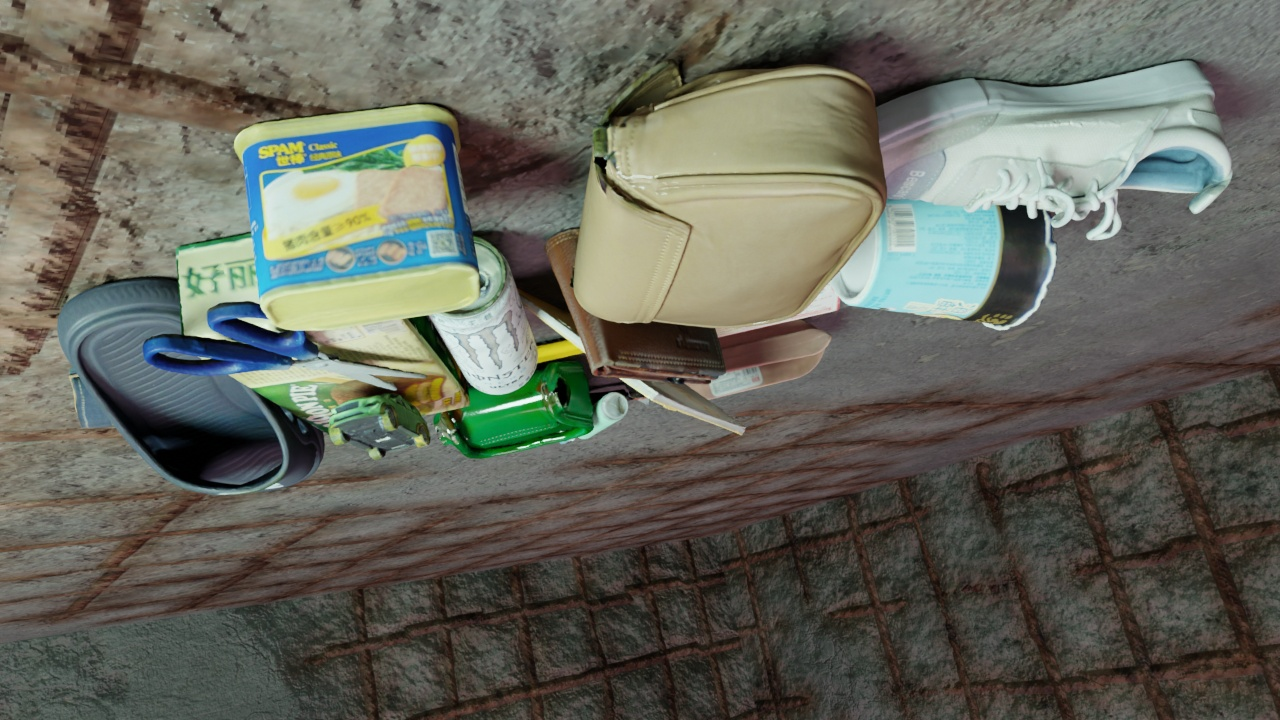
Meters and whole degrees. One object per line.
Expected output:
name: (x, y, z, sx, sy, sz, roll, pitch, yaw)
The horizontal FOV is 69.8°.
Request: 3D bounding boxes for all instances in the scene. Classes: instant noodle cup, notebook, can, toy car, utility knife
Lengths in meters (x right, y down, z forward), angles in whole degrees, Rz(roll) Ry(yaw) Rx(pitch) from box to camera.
instant noodle cup: (0.196, -0.076, 0.624, 0.120, 0.111, 0.111, -1, 162, -12)
notebook: (-0.004, 0.004, 0.708, 0.010, 0.146, 0.206, -56, 155, 5)
can: (-0.129, -0.065, 0.428, 0.102, 0.083, 0.057, -10, 164, -10)
can: (-0.105, -0.026, 0.612, 0.058, 0.058, 0.147, -12, 160, -3)
toy car: (-0.174, 0.042, 0.616, 0.043, 0.036, 0.091, -14, 166, 5)
utility knife: (-0.113, -0.001, 0.791, 0.153, 0.015, 0.033, -12, 171, -6)

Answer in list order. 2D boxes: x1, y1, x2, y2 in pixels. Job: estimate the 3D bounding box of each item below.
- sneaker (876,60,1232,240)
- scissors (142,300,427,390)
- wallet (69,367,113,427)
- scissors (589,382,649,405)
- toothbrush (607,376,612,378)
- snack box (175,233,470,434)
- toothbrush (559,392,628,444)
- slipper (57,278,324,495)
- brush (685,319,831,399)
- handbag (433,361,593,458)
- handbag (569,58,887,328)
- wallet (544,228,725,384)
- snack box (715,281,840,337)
sneaker: (0.231, -0.110, 0.537, 0.242, 0.090, 0.090, -9, 163, -10)
scissors: (-0.178, -0.004, 0.506, 0.170, 0.012, 0.141, -1, 160, -33)
wallet: (-0.346, 0.023, 0.667, 0.115, 0.033, 0.090, -5, 165, -28)
scissors: (-0.014, 0.037, 0.965, 0.221, 0.021, 0.235, -7, 171, -7)
toothbrush: (0.057, 0.001, 0.926, 0.190, 0.016, 0.016, -8, 164, -16)
snack box: (-0.191, -0.013, 0.601, 0.114, 0.063, 0.240, -12, 165, -2)
toothbrush: (-0.052, 0.064, 0.940, 0.027, 0.026, 0.225, -28, 177, -19)
slipper: (-0.291, 0.049, 0.616, 0.110, 0.083, 0.269, -17, 152, -8)
brush: (0.105, -0.003, 0.863, 0.145, 0.063, 0.073, -12, 175, -6)
handbag: (-0.113, 0.047, 0.837, 0.131, 0.068, 0.120, -14, 174, 12)
handbag: (0.040, -0.082, 0.488, 0.147, 0.099, 0.205, -2, 163, -9)
wallet: (0.000, -0.033, 0.605, 0.124, 0.101, 0.032, 5, 148, -46)
snack box: (0.076, -0.051, 0.704, 0.156, 0.027, 0.077, -13, 149, 0)
